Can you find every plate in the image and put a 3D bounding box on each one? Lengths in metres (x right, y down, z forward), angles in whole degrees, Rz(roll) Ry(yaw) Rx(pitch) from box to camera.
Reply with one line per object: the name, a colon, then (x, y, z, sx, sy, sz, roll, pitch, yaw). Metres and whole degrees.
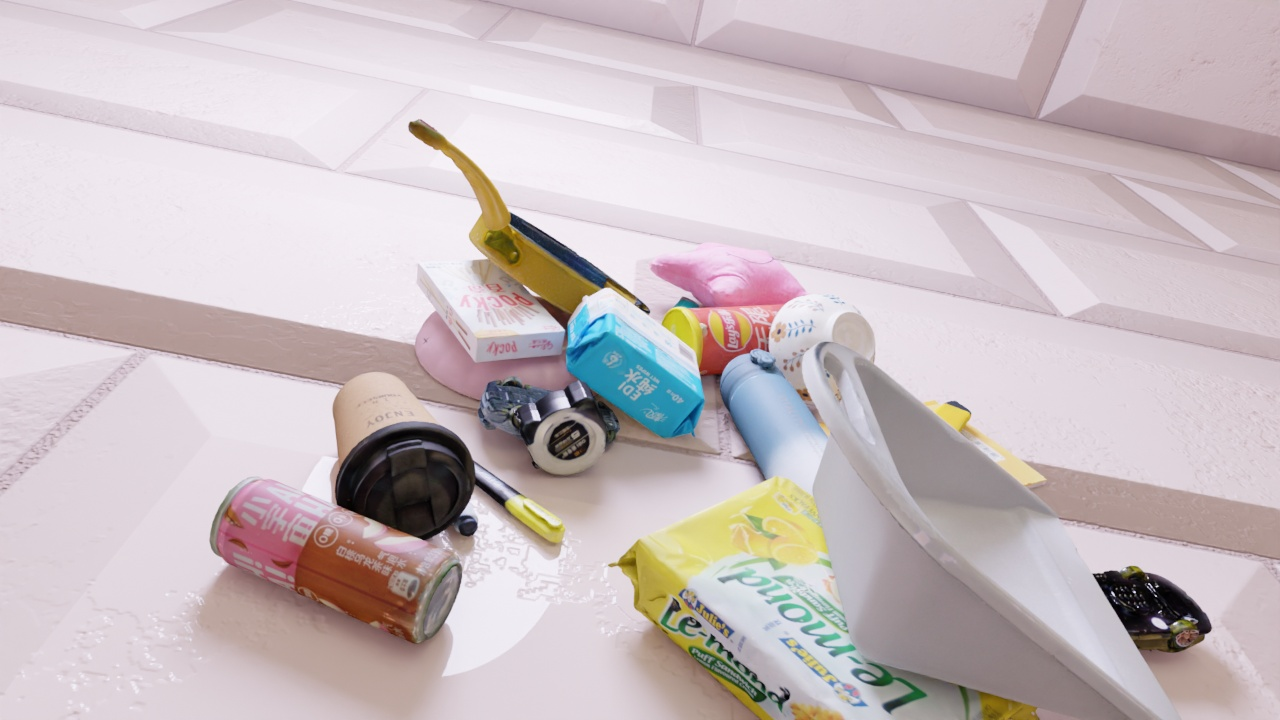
plate: (-0.115, -0.021, 0.873, 0.192, 0.039, 0.192, 10, 28, -5)

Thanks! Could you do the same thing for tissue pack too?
tissue pack: (-0.005, 0.005, 0.811, 0.140, 0.063, 0.089, 36, 23, -21)

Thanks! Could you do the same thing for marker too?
marker: (-0.103, 0.099, 0.689, 0.124, 0.015, 0.018, 30, 30, 31)
marker: (-0.149, 0.085, 0.690, 0.018, 0.023, 0.130, -11, 38, -26)

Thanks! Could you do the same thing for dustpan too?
dustpan: (0.206, 0.089, 0.563, 0.257, 0.143, 0.222, 10, 29, -5)

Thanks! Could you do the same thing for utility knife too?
utility knife: (0.275, 0.075, 0.861, 0.033, 0.015, 0.172, 21, 30, 27)
utility knife: (0.035, -0.032, 0.984, 0.029, 0.013, 0.159, 16, 31, 11)

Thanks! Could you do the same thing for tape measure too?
tape measure: (-0.061, 0.057, 0.728, 0.065, 0.066, 0.033, -21, 32, -5)

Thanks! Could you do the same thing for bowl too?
bowl: (0.189, -0.014, 0.897, 0.113, 0.113, 0.062, -6, -6, -31)

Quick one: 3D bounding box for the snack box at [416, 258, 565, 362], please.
snack box: (-0.141, -0.050, 0.844, 0.084, 0.027, 0.157, -7, 33, -31)

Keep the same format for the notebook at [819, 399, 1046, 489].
notebook: (0.259, 0.090, 0.856, 0.205, 0.010, 0.146, -8, 35, -33)

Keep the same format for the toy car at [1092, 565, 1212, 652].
toy car: (0.348, 0.188, 0.682, 0.158, 0.042, 0.070, 4, 30, -14)

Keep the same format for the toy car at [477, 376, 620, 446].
toy car: (-0.076, 0.048, 0.771, 0.120, 0.037, 0.054, 12, 26, -23)

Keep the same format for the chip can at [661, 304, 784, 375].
chip can: (0.126, -0.023, 0.943, 0.216, 0.073, 0.073, -5, 33, -30)

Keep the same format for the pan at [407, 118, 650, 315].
pan: (-0.107, -0.118, 0.847, 0.198, 0.078, 0.357, 37, 8, 28)

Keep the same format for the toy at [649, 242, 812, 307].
toy: (0.100, -0.098, 1.058, 0.194, 0.075, 0.178, 5, 22, -29)

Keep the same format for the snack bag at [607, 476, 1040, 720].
snack bag: (0.116, 0.175, 0.585, 0.157, 0.068, 0.246, -16, 39, -42)

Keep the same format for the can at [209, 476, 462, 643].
can: (-0.187, 0.122, 0.567, 0.147, 0.058, 0.057, 19, 29, 11)

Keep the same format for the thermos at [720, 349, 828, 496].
thermos: (0.125, 0.069, 0.778, 0.070, 0.070, 0.220, 3, 31, -18)

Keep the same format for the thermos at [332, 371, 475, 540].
thermos: (-0.176, 0.063, 0.652, 0.093, 0.093, 0.143, -3, 25, -27)
